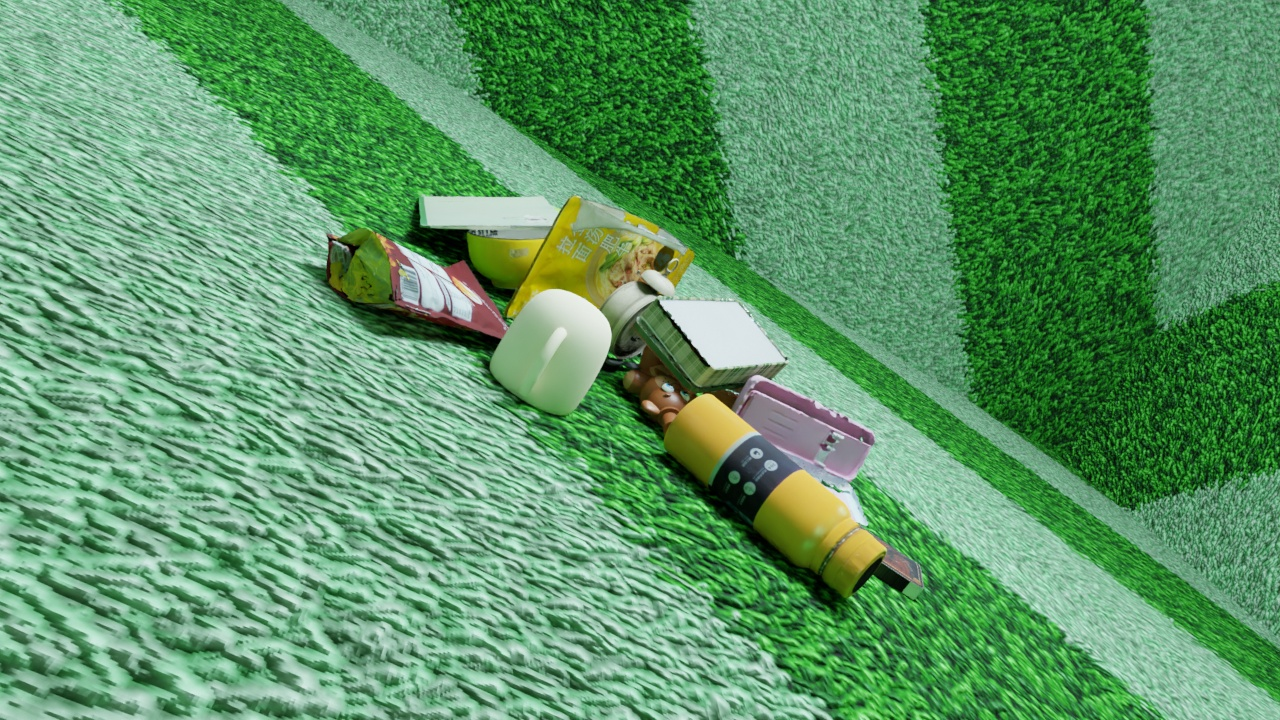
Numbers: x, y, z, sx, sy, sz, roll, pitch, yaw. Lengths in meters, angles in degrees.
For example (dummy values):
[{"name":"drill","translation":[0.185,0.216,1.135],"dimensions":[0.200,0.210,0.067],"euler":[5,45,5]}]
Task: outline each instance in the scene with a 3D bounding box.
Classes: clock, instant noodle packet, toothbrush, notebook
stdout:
[{"name":"clock","translation":[-0.002,-0.066,1.088],"dimensions":[0.054,0.141,0.092],"euler":[44,16,24]},{"name":"instant noodle packet","translation":[-0.054,-0.102,1.104],"dimensions":[0.084,0.163,0.221],"euler":[42,17,30]},{"name":"toothbrush","translation":[-0.007,0.007,1.151],"dimensions":[0.013,0.013,0.167],"euler":[37,13,20]},{"name":"notebook","translation":[-0.201,-0.197,1.216],"dimensions":[0.181,0.010,0.252],"euler":[-2,18,-13]}]

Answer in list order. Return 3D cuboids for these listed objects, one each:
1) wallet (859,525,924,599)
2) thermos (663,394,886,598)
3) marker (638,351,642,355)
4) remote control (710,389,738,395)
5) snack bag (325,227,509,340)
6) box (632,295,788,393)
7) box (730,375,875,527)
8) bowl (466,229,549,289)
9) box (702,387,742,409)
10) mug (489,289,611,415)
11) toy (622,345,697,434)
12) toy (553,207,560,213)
[{"name":"wallet","translation":[0.251,0.208,1.006],"dimensions":[0.123,0.019,0.072],"euler":[33,18,3]},{"name":"thermos","translation":[0.134,0.126,0.894],"dimensions":[0.091,0.076,0.233],"euler":[-30,56,-34]},{"name":"marker","translation":[-0.043,-0.048,1.240],"dimensions":[0.124,0.017,0.021],"euler":[36,-30,15]},{"name":"remote control","translation":[0.128,0.044,1.272],"dimensions":[0.049,0.024,0.143],"euler":[13,9,13]},{"name":"snack bag","translation":[-0.199,-0.071,0.897],"dimensions":[0.139,0.067,0.207],"euler":[45,15,23]},{"name":"box","translation":[0.088,-0.019,1.083],"dimensions":[0.117,0.051,0.205],"euler":[53,29,18]},{"name":"box","translation":[0.189,0.112,1.090],"dimensions":[0.201,0.146,0.077],"euler":[25,-24,-26]},{"name":"bowl","translation":[-0.154,-0.126,1.129],"dimensions":[0.117,0.068,0.117],"euler":[2,17,-1]},{"name":"box","translation":[0.145,0.079,1.142],"dimensions":[0.187,0.083,0.041],"euler":[29,41,-21]},{"name":"mug","translation":[-0.081,-0.012,0.867],"dimensions":[0.096,0.100,0.120],"euler":[32,14,-1]},{"name":"toy","translation":[0.029,0.037,1.023],"dimensions":[0.095,0.065,0.127],"euler":[23,21,-17]},{"name":"toy","translation":[-0.098,-0.162,1.358],"dimensions":[0.196,0.107,0.150],"euler":[10,24,-37]}]
